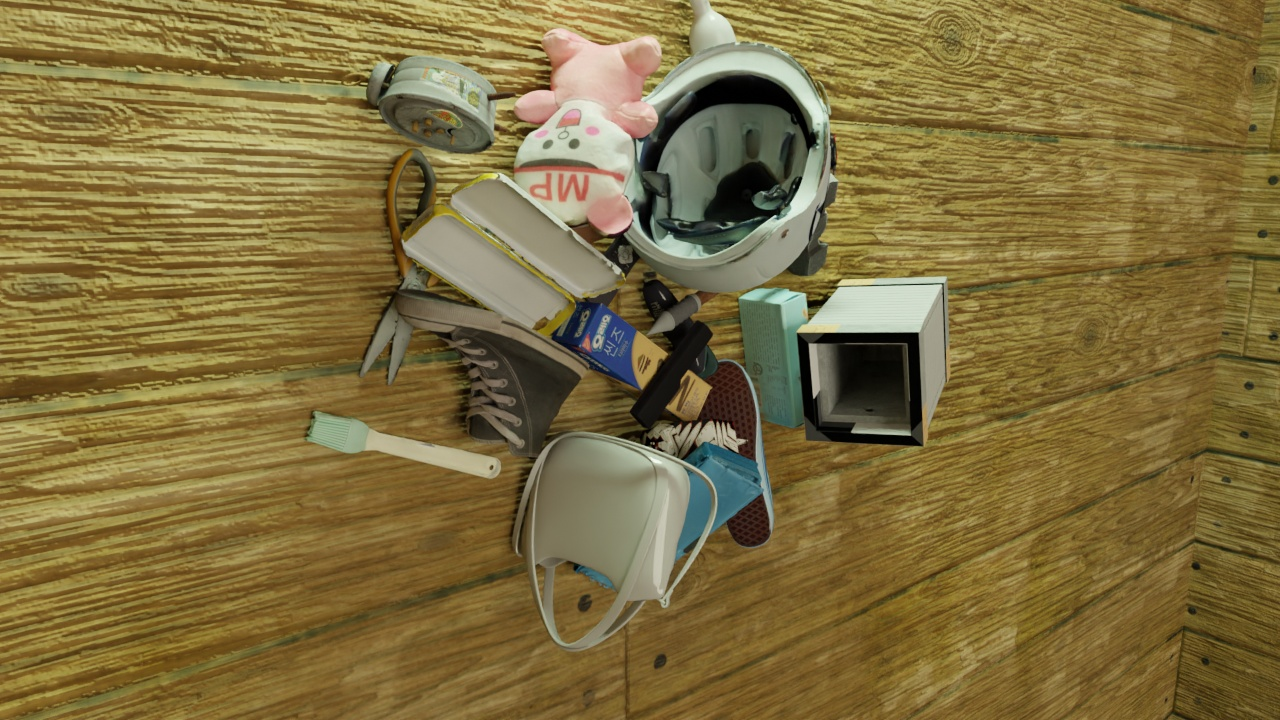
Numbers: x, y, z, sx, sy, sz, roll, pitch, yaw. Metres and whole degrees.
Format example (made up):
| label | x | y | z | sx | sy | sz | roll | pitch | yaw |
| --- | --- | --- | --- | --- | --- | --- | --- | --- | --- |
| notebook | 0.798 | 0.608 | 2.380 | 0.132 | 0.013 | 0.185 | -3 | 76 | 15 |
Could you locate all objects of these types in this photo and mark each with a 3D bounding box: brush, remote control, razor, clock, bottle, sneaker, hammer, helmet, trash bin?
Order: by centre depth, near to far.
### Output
| label | x | y | z | sx | sy | sz | roll | pitch | yaw |
| --- | --- | --- | --- | --- | --- | --- | --- | --- | --- |
| clock | -0.191 | -0.229 | 0.818 | 0.148 | 0.104 | 0.056 | 15 | 77 | -12 |
| sneaker | -0.155 | 0.014 | 0.889 | 0.234 | 0.095 | 0.119 | 35 | 76 | -53 |
| brush | -0.225 | 0.088 | 0.904 | 0.217 | 0.012 | 0.033 | 21 | 85 | -43 |
| helmet | 0.097 | -0.195 | 0.992 | 0.163 | 0.237 | 0.263 | 48 | 51 | -63 |
| remote control | 0.038 | 0.015 | 1.031 | 0.136 | 0.015 | 0.032 | -53 | 127 | -16 |
| remote control | -0.024 | -0.112 | 1.033 | 0.046 | 0.009 | 0.124 | 47 | 69 | -36 |
| bottle | 0.090 | -0.343 | 1.054 | 0.052 | 0.052 | 0.195 | -40 | 122 | -28 |
| clock | 0.040 | 0.111 | 1.060 | 0.154 | 0.115 | 0.065 | 1 | 73 | -28 |
| razor | 0.044 | -0.036 | 1.088 | 0.143 | 0.047 | 0.052 | 55 | 40 | -30 |
| hammer | 0.120 | -0.108 | 1.096 | 0.321 | 0.043 | 0.156 | -35 | 143 | -32 |
| sneaker | 0.120 | 0.113 | 1.178 | 0.098 | 0.083 | 0.241 | -48 | 127 | -78 |
| trash bin | 0.310 | -0.007 | 1.190 | 0.246 | 0.143 | 0.142 | -39 | 125 | -58 |

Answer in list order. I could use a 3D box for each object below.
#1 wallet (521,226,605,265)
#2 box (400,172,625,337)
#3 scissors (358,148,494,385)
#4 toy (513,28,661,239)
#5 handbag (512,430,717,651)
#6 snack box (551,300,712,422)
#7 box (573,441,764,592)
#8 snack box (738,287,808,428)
| label | x | y | z | sx | sy | sz | roll | pitch | yaw |
| --- | --- | --- | --- | --- | --- | --- | --- | --- | --- |
| wallet | -0.082 | -0.158 | 0.971 | 0.120 | 0.013 | 0.087 | -24 | 113 | -31 |
| box | -0.118 | -0.097 | 0.886 | 0.209 | 0.130 | 0.038 | 36 | 32 | -47 |
| scissors | -0.219 | -0.090 | 0.868 | 0.162 | 0.016 | 0.225 | 42 | 74 | -40 |
| toy | -0.055 | -0.223 | 0.912 | 0.084 | 0.142 | 0.213 | 64 | 35 | -76 |
| handbag | -0.042 | 0.193 | 0.947 | 0.095 | 0.216 | 0.222 | 26 | 77 | -57 |
| snack box | -0.006 | 0.006 | 1.041 | 0.206 | 0.057 | 0.056 | 36 | 74 | -39 |
| box | 0.029 | 0.183 | 1.025 | 0.093 | 0.048 | 0.232 | 26 | 122 | -37 |
| snack box | 0.178 | -0.004 | 1.184 | 0.053 | 0.075 | 0.175 | -23 | 113 | -34 |
